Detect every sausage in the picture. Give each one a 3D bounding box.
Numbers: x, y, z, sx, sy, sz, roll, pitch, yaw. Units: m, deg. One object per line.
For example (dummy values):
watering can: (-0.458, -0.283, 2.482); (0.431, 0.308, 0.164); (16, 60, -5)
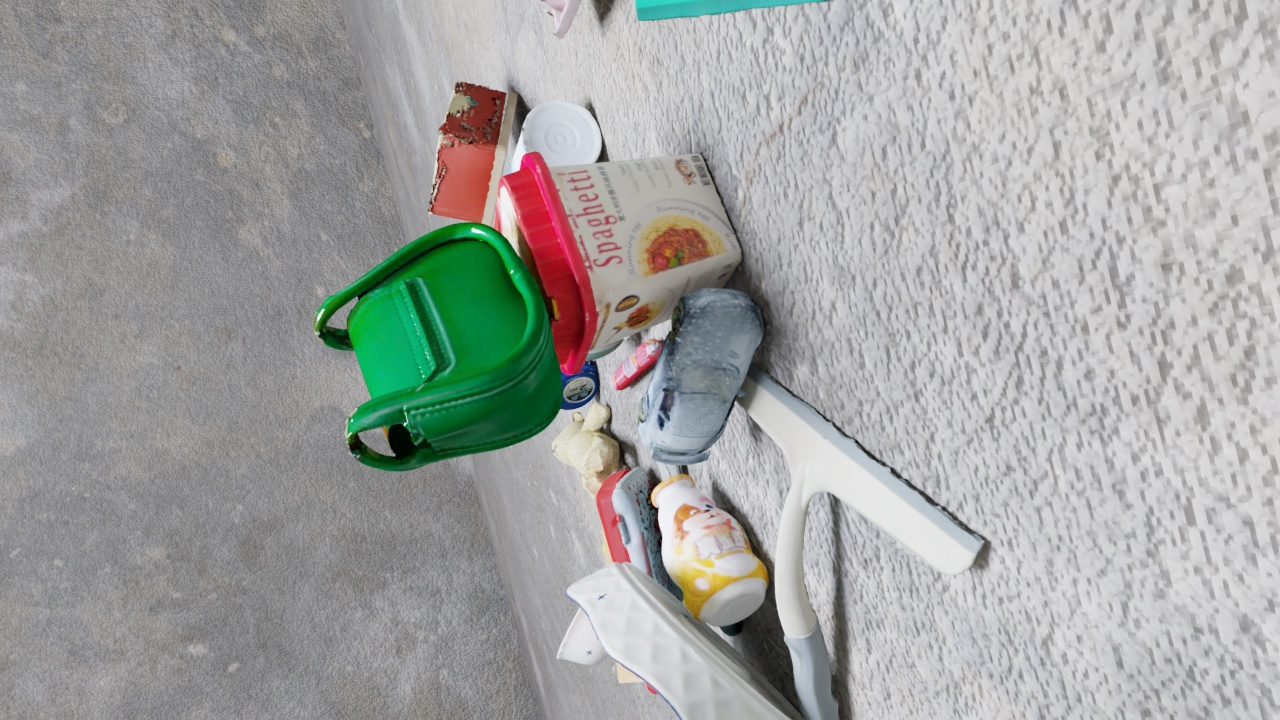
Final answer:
sausage: (-0.005, 0.005, 0.775); (0.156, 0.020, 0.020); (137, 116, -71)

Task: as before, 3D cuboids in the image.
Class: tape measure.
tape measure: (-0.072, 0.025, 0.946); (0.055, 0.058, 0.025); (86, 160, -46)

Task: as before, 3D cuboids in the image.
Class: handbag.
handbag: (-0.109, -0.007, 0.494); (0.068, 0.120, 0.131); (84, 159, -47)

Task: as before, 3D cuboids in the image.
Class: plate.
plate: (0.038, 0.211, 0.632); (0.205, 0.045, 0.205); (41, 175, 4)

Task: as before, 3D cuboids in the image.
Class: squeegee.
squeegee: (0.098, 0.145, 0.539); (0.246, 0.039, 0.247); (-135, 33, -59)

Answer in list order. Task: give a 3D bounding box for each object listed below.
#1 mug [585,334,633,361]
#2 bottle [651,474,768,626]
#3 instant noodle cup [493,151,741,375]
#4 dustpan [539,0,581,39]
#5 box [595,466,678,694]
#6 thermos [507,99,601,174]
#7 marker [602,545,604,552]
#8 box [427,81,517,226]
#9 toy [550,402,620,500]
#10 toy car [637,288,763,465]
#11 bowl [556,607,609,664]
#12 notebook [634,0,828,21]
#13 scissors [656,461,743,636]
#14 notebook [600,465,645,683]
mug: (-0.040, -0.055, 0.749); (0.112, 0.082, 0.106); (21, 132, 30)
bottle: (0.045, 0.133, 0.656); (0.063, 0.063, 0.108); (92, 155, -46)
instant noodle cup: (-0.015, -0.066, 0.561); (0.117, 0.124, 0.116); (119, 132, -67)
dustpan: (-0.033, -0.342, 0.523); (0.273, 0.139, 0.222); (-9, -91, -79)
box: (0.010, 0.200, 0.831); (0.087, 0.048, 0.201); (-41, -63, -75)
thermos: (-0.088, -0.159, 0.816); (0.221, 0.070, 0.070); (153, 101, -73)
marker: (-0.025, 0.198, 1.029); (0.124, 0.015, 0.018); (118, 142, -62)
box: (-0.170, -0.208, 0.893); (0.168, 0.079, 0.091); (-96, 20, -55)
toy: (-0.052, 0.097, 0.929); (0.157, 0.066, 0.105); (-147, 50, -76)
toy car: (0.036, 0.012, 0.549); (0.036, 0.054, 0.121); (-110, 30, -50)
bowl: (-0.039, 0.308, 1.063); (0.065, 0.118, 0.118); (27, 148, 11)
notebook: (0.029, -0.248, 0.450); (0.209, 0.012, 0.150); (-142, 38, -62)
scissors: (0.046, 0.154, 0.752); (0.177, 0.019, 0.174); (-135, 34, -60)
notebook: (-0.018, 0.227, 0.956); (0.148, 0.008, 0.207); (123, 142, -67)
